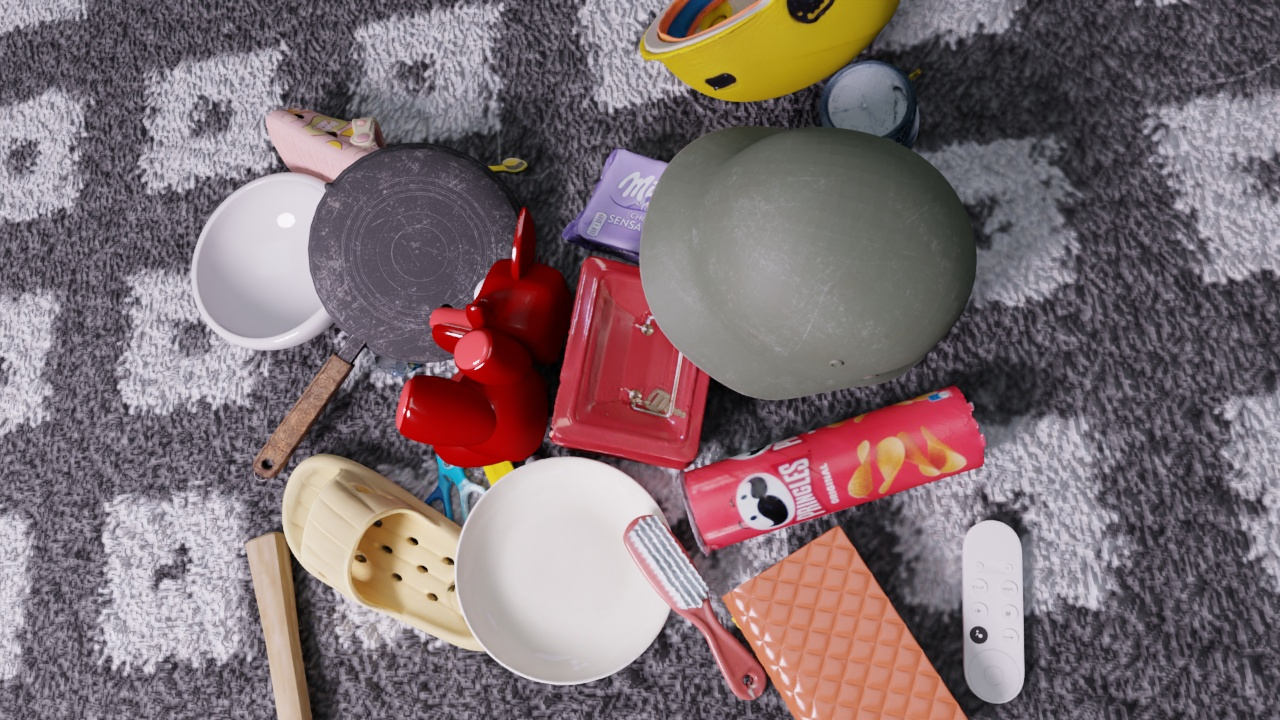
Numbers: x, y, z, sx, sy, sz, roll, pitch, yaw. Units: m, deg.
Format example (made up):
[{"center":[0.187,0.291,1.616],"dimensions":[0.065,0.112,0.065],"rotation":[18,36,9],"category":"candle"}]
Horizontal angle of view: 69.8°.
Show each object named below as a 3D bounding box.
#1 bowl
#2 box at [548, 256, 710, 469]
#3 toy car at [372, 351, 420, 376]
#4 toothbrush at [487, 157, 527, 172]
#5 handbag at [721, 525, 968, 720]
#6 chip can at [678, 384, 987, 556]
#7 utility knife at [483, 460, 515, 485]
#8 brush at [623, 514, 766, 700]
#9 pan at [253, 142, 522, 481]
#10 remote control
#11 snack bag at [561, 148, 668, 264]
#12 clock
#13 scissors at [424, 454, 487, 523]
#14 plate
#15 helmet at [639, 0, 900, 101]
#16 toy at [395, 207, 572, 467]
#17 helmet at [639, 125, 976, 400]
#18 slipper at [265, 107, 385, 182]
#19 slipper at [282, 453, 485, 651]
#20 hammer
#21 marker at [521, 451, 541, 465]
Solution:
[{"center":[-0.343,-0.090,0.898],"dimensions":[0.177,0.066,0.176],"rotation":[-3,76,13],"category":"bowl"},{"center":[-0.002,0.009,0.785],"dimensions":[0.136,0.123,0.157],"rotation":[13,76,-2],"category":"box"},{"center":[-0.224,-0.038,0.875],"dimensions":[0.048,0.032,0.105],"rotation":[10,93,14],"category":"toy car"},{"center":[-0.178,-0.187,0.908],"dimensions":[0.135,0.016,0.021],"rotation":[-5,80,12],"category":"toothbrush"},{"center":[0.153,0.230,0.702],"dimensions":[0.109,0.060,0.172],"rotation":[-32,74,-1],"category":"handbag"},{"center":[0.151,0.087,0.732],"dimensions":[0.233,0.073,0.073],"rotation":[-19,73,8],"category":"chip can"},{"center":[-0.127,0.093,0.828],"dimensions":[0.030,0.017,0.155],"rotation":[-28,73,1],"category":"utility knife"},{"center":[0.046,0.197,0.737],"dimensions":[0.041,0.030,0.172],"rotation":[-34,81,-17],"category":"brush"},{"center":[-0.244,-0.034,0.830],"dimensions":[0.207,0.040,0.357],"rotation":[35,88,-11],"category":"pan"},{"center":[0.272,0.192,0.708],"dimensions":[0.043,0.013,0.136],"rotation":[1,77,14],"category":"remote control"},{"center":[0.039,-0.117,0.818],"dimensions":[0.205,0.058,0.096],"rotation":[21,80,20],"category":"snack bag"},{"center":[0.194,-0.202,0.804],"dimensions":[0.090,0.052,0.129],"rotation":[20,86,17],"category":"clock"},{"center":[-0.180,0.101,0.842],"dimensions":[0.083,0.015,0.140],"rotation":[-21,75,11],"category":"scissors"},{"center":[-0.061,0.172,0.762],"dimensions":[0.182,0.034,0.182],"rotation":[3,73,-9],"category":"plate"},{"center":[0.127,-0.304,0.787],"dimensions":[0.240,0.139,0.209],"rotation":[-50,30,3],"category":"helmet"},{"center":[-0.120,-0.010,0.768],"dimensions":[0.120,0.158,0.197],"rotation":[14,74,12],"category":"toy"},{"center":[0.152,-0.080,0.692],"dimensions":[0.267,0.154,0.227],"rotation":[18,83,-19],"category":"helmet"},{"center":[-0.278,-0.198,0.907],"dimensions":[0.197,0.093,0.081],"rotation":[29,59,21],"category":"slipper"},{"center":[-0.223,0.173,0.795],"dimensions":[0.261,0.079,0.111],"rotation":[24,96,17],"category":"slipper"},{"center":[-0.303,0.310,0.804],"dimensions":[0.117,0.051,0.322],"rotation":[-21,70,8],"category":"hammer"},{"center":[-0.081,0.106,0.815],"dimensions":[0.022,0.016,0.138],"rotation":[-33,71,-20],"category":"marker"}]
